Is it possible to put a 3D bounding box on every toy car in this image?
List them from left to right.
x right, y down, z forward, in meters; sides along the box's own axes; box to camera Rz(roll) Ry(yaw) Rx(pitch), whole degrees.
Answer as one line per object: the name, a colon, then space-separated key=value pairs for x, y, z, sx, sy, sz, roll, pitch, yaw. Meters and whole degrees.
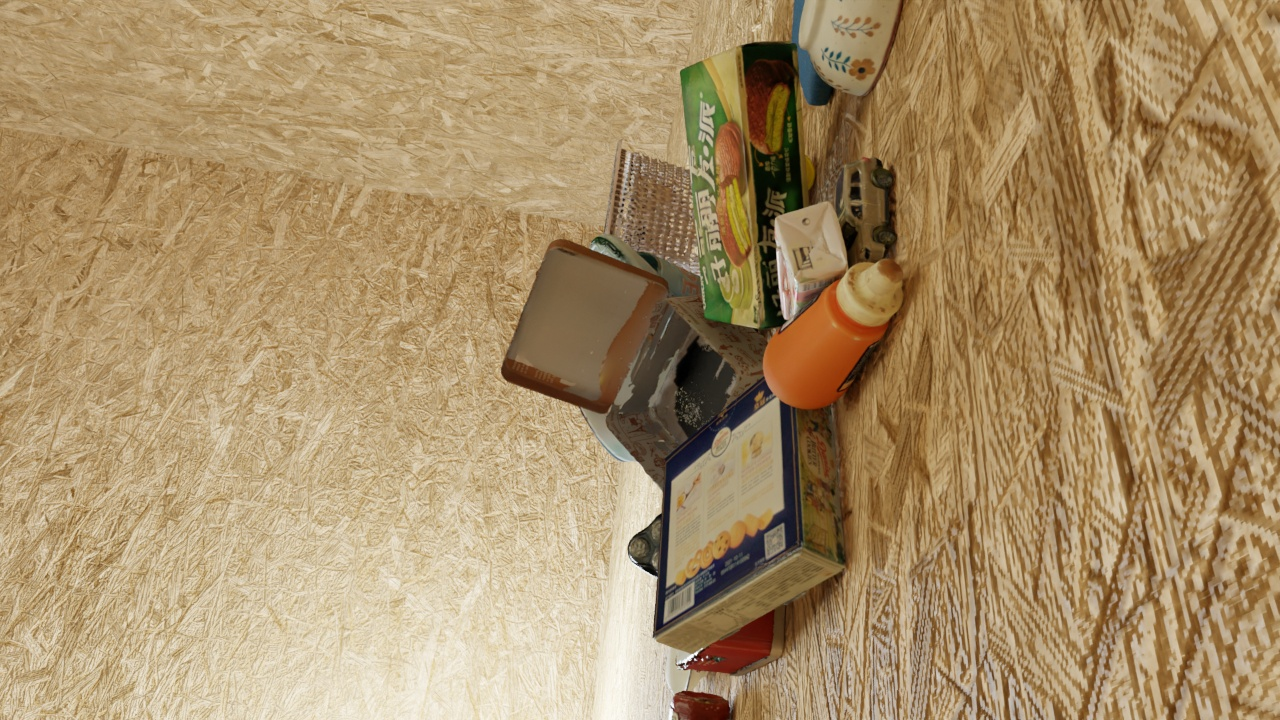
toy car: x=0.158 y=-0.100 z=0.654 sx=0.042 sy=0.035 sz=0.090 roll=102 pitch=173 yaw=-62

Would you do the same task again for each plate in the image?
plate: x=0.064 y=0.313 z=1.078 sx=0.164 sy=0.034 sz=0.164 roll=134 pitch=144 yaw=-83

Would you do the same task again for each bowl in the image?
bowl: x=0.166 y=-0.279 z=0.749 sx=0.113 sy=0.062 sz=0.113 roll=-175 pitch=94 yaw=-87

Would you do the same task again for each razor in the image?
razor: x=0.059 y=0.156 z=0.869 sx=0.167 sy=0.062 sz=0.068 roll=-20 pitch=-58 yaw=-49

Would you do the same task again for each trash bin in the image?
trash bin: x=0.043 y=-0.194 z=1.343 sx=0.227 sy=0.192 sz=0.227 roll=-174 pitch=93 yaw=-86

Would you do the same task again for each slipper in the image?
slipper: x=0.045 y=-0.062 z=1.027 sx=0.074 sy=0.245 sz=0.104 roll=-53 pitch=29 yaw=-8

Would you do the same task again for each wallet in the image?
wallet: x=0.171 y=-0.326 z=0.871 sx=0.133 sy=0.040 sz=0.106 roll=92 pitch=176 yaw=-45

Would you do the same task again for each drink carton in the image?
drink carton: x=0.125 y=-0.063 z=0.677 sx=0.122 sy=0.045 sz=0.053 roll=62 pitch=-165 yaw=-70

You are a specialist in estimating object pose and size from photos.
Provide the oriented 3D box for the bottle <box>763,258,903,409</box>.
bottle: x=0.137 y=-0.021 z=0.632 sx=0.150 sy=0.066 sz=0.066 roll=119 pitch=161 yaw=-57

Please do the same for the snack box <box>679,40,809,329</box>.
snack box: x=0.096 y=-0.151 z=0.821 sx=0.114 sy=0.063 sz=0.240 roll=-160 pitch=62 yaw=-67

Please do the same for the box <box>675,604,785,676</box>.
box: x=0.071 y=0.230 z=0.832 sx=0.169 sy=0.079 sz=0.091 roll=109 pitch=169 yaw=-64

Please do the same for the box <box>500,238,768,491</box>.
box: x=0.000 y=0.004 z=0.942 sx=0.125 sy=0.273 sz=0.179 roll=-42 pitch=-19 yaw=-56

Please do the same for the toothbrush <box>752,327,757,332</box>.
toothbrush: x=0.129 y=-0.032 z=1.050 sx=0.189 sy=0.016 sz=0.014 roll=-86 pitch=11 yaw=-57

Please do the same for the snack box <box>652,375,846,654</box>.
snack box: x=0.081 y=0.115 z=0.729 sx=0.178 sy=0.045 sz=0.182 roll=-44 pitch=28 yaw=40

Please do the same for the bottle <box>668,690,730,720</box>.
bottle: x=0.046 y=0.429 z=0.884 sx=0.060 sy=0.060 sz=0.206 roll=117 pitch=162 yaw=-78

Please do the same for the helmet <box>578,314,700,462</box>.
helmet: x=0.038 y=0.001 z=1.184 sx=0.230 sy=0.157 sz=0.273 roll=53 pitch=-133 yaw=-55

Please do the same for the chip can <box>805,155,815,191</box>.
chip can: x=0.122 y=-0.133 z=0.980 sx=0.217 sy=0.073 sz=0.073 roll=103 pitch=175 yaw=-59
